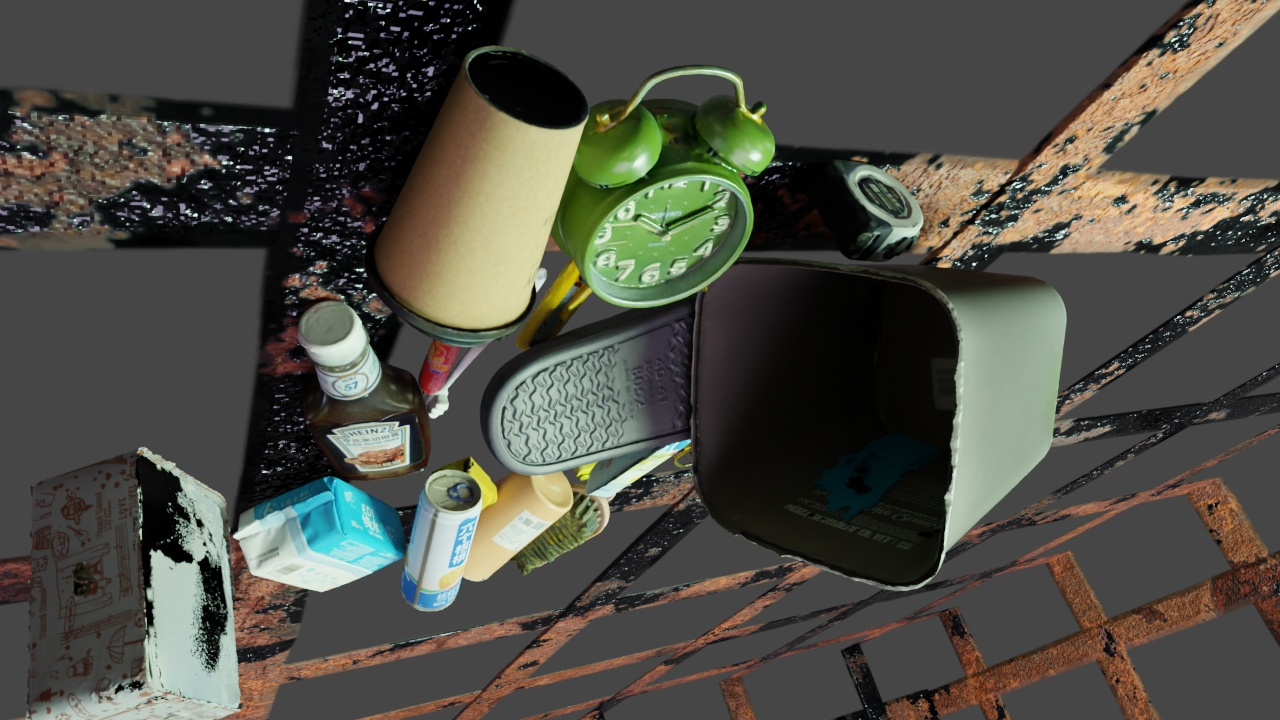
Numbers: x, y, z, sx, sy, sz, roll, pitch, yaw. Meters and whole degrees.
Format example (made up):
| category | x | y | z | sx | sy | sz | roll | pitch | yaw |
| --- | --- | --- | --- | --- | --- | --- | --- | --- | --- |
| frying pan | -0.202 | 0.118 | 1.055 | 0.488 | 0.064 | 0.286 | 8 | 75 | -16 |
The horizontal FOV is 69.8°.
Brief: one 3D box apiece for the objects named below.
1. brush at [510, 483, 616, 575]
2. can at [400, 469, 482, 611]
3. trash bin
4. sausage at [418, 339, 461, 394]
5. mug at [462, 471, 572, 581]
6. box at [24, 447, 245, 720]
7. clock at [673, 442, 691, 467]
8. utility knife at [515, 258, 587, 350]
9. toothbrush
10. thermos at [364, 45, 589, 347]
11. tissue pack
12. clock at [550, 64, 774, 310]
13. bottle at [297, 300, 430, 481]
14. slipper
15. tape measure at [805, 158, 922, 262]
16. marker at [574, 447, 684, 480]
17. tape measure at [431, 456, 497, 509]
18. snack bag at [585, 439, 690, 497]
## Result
| category | x | y | z | sx | sy | sz | roll | pitch | yaw |
| --- | --- | --- | --- | --- | --- | --- | --- | --- | --- |
| brush | -0.083 | 0.164 | 0.943 | 0.146 | 0.063 | 0.072 | -35 | -176 | 39 |
| can | -0.176 | 0.159 | 0.808 | 0.053 | 0.053 | 0.135 | -3 | 132 | -30 |
| trash bin | 0.177 | 0.022 | 0.650 | 0.199 | 0.199 | 0.219 | 13 | -162 | 43 |
| sausage | -0.126 | -0.018 | 0.615 | 0.020 | 0.020 | 0.156 | -3 | 149 | -30 |
| mug | -0.128 | 0.149 | 0.878 | 0.123 | 0.078 | 0.078 | -37 | 149 | 23 |
| box | -0.360 | 0.199 | 0.701 | 0.106 | 0.177 | 0.273 | -11 | 152 | -14 |
| clock | 0.089 | 0.078 | 0.903 | 0.122 | 0.055 | 0.082 | -20 | 154 | 5 |
| utility knife | -0.044 | -0.046 | 0.617 | 0.033 | 0.015 | 0.155 | 3 | 146 | -32 |
| toothbrush | -0.111 | -0.009 | 0.644 | 0.016 | 0.016 | 0.181 | 1 | 148 | -40 |
| thermos | -0.079 | -0.078 | 0.460 | 0.093 | 0.093 | 0.144 | 0 | 141 | -34 |
| tissue pack | -0.269 | 0.148 | 0.787 | 0.090 | 0.063 | 0.140 | -23 | 155 | 4 |
| clock | 0.010 | -0.094 | 0.505 | 0.116 | 0.056 | 0.162 | -10 | 144 | -20 |
| bottle | -0.192 | 0.026 | 0.629 | 0.080 | 0.044 | 0.195 | -7 | 151 | -8 |
| slipper | -0.004 | 0.004 | 0.672 | 0.267 | 0.083 | 0.111 | -16 | 113 | -31 |
| tape measure | 0.148 | -0.095 | 0.593 | 0.066 | 0.065 | 0.034 | 1 | 144 | -33 |
| marker | -0.006 | 0.100 | 0.927 | 0.124 | 0.015 | 0.018 | -12 | 157 | -13 |
| tape measure | -0.163 | 0.114 | 0.832 | 0.057 | 0.028 | 0.060 | -20 | 137 | 9 |
| snack bag | 0.032 | 0.060 | 0.817 | 0.192 | 0.039 | 0.110 | -38 | 174 | 38 |
